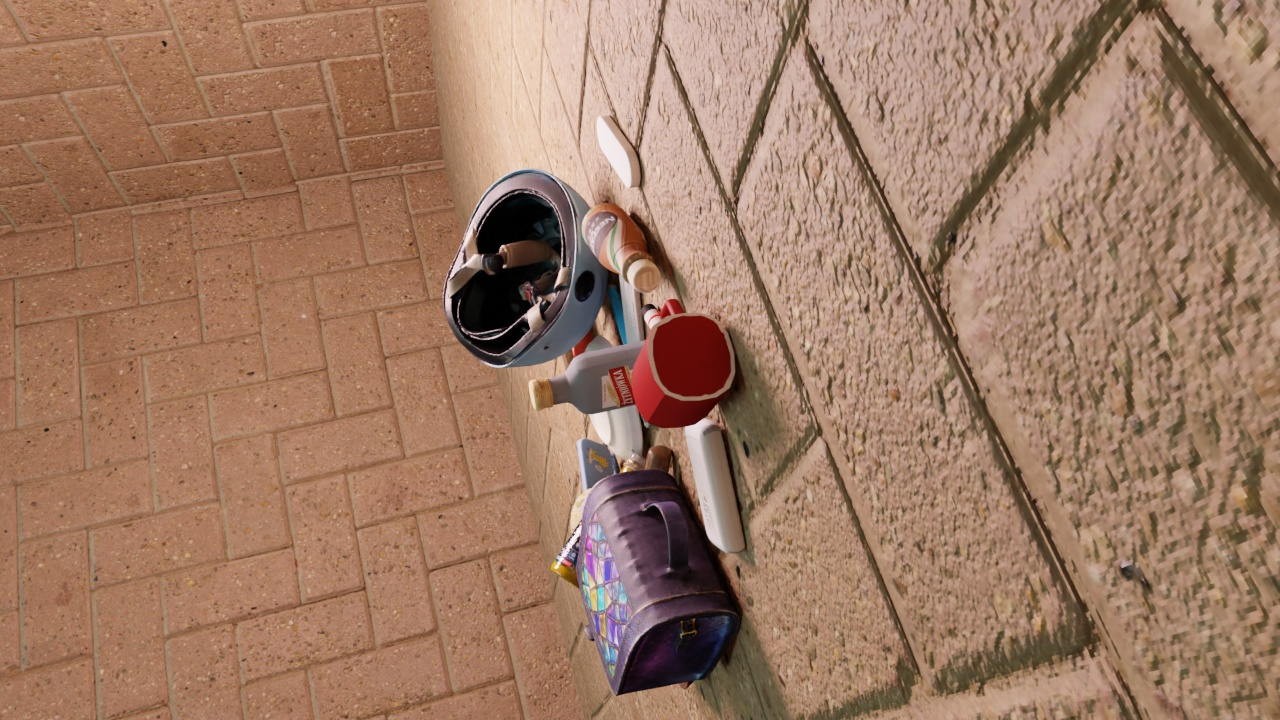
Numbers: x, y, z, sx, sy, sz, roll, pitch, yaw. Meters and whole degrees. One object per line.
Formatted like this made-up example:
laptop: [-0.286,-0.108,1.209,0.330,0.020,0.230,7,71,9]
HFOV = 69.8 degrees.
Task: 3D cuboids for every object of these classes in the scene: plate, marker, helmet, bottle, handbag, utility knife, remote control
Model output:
plate: [-0.047,0.057,1.270,0.182,0.034,0.182,163,90,-74]
marker: [0.031,-0.020,0.991,0.145,0.019,0.019,-121,23,-54]
helmet: [-0.140,-0.121,1.238,0.225,0.166,0.266,29,107,32]
bottle: [-0.043,0.023,1.027,0.046,0.161,0.072,-119,21,-51]
bottle: [-0.018,-0.122,1.021,0.167,0.059,0.059,-123,25,-55]
handbag: [0.014,0.249,1.057,0.204,0.125,0.223,-115,29,-45]
utility knife: [-0.015,-0.025,1.180,0.031,0.015,0.197,106,154,-51]
bottle: [-0.045,0.207,1.199,0.053,0.186,0.053,32,167,8]
remote control: [0.075,0.126,0.929,0.060,0.025,0.138,-166,63,-75]
remote control: [-0.026,-0.240,1.049,0.136,0.013,0.043,-118,21,-48]
remote control: [-0.011,-0.076,1.120,0.033,0.012,0.131,28,131,53]

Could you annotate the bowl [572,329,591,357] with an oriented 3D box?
bowl: [-0.106,-0.056,1.484,0.122,0.035,0.122,168,91,-76]

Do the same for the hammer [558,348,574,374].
hammer: [-0.134,-0.084,1.407,0.132,0.040,0.305,145,111,-85]

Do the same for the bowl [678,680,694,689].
bowl: [0.055,0.364,1.196,0.119,0.032,0.119,168,91,-76]

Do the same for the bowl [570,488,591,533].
bowl: [-0.021,0.233,1.266,0.063,0.145,0.145,-34,64,36]

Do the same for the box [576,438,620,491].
box: [-0.043,0.219,1.354,0.126,0.039,0.209,50,-158,-48]

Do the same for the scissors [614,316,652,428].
scissors: [-0.010,0.008,1.197,0.065,0.033,0.174,96,162,-59]

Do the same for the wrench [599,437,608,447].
wrench: [-0.042,0.073,1.370,0.274,0.018,0.083,103,150,-60]

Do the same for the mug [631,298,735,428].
mug: [0.036,-0.004,0.867,0.097,0.080,0.116,116,147,-69]

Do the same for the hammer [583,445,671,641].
hammer: [0.003,0.244,1.193,0.040,0.129,0.322,-128,39,-49]
